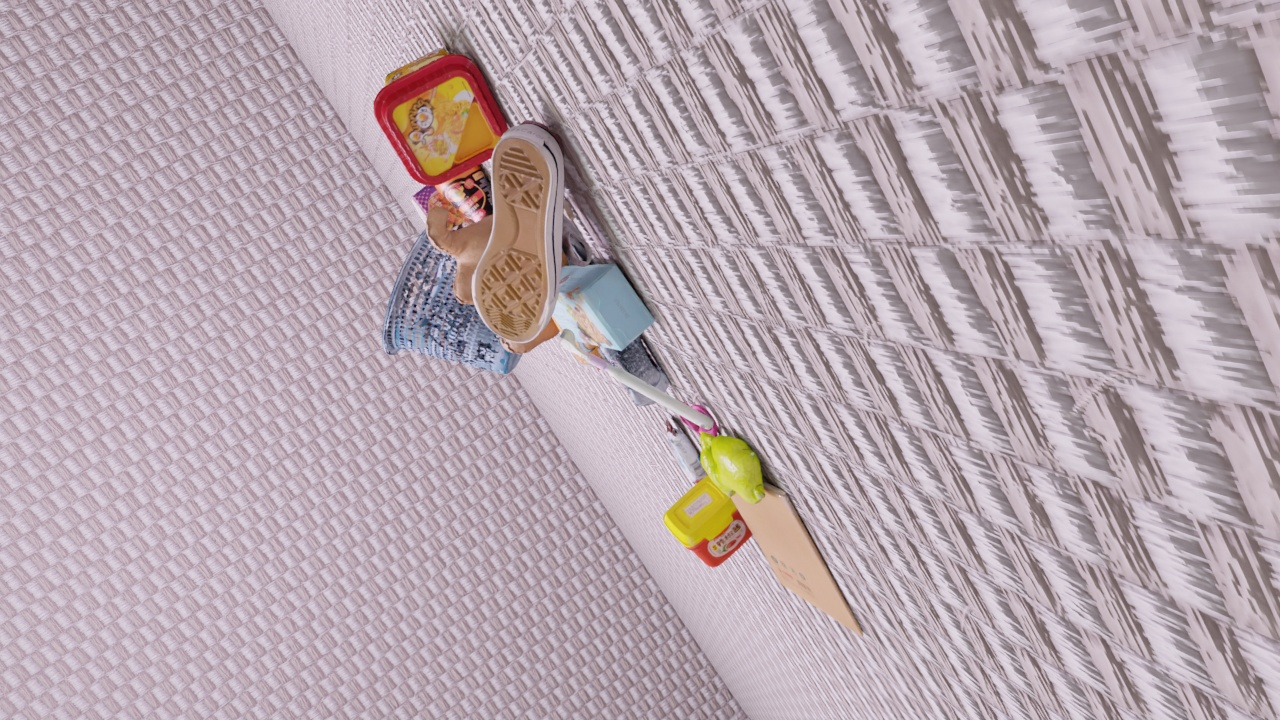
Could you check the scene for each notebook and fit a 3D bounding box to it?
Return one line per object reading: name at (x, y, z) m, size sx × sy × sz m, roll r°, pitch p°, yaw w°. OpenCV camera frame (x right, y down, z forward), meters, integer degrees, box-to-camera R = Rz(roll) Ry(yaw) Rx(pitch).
notebook at (0.156, 0.200, 0.999) m, size 0.208 × 0.008 × 0.148 m, roll 59°, pitch 162°, yaw -23°

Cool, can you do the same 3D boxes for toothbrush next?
toothbrush at (-0.005, 0.021, 0.970) m, size 0.189 × 0.020 × 0.029 m, roll 30°, pitch 139°, yaw 11°

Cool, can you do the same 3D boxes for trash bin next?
trash bin at (-0.268, -0.081, 1.445) m, size 0.195 × 0.226 × 0.227 m, roll 21°, pitch 168°, yaw -1°

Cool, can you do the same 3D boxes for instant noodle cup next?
instant noodle cup at (-0.216, -0.267, 0.972) m, size 0.116 × 0.116 × 0.123 m, roll 63°, pitch 178°, yaw -39°
instant noodle cup at (-0.271, -0.228, 1.341) m, size 0.111 × 0.099 × 0.112 m, roll 50°, pitch 168°, yaw 14°

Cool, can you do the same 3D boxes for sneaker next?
sneaker at (-0.105, -0.125, 0.892) m, size 0.118 × 0.087 × 0.242 m, roll 21°, pitch 131°, yaw 11°

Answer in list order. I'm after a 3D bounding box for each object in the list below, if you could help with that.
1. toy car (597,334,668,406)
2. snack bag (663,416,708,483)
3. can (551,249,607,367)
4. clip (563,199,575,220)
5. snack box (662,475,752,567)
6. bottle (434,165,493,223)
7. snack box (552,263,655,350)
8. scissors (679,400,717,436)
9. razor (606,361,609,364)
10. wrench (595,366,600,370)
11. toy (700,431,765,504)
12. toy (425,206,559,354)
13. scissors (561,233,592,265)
toy car at (-0.006, 0.006, 1.037) m, size 0.105 × 0.049 × 0.031 m, roll 57°, pitch 171°, yaw -18°
snack bag at (0.058, 0.119, 1.162) m, size 0.105 × 0.026 × 0.045 m, roll 58°, pitch 178°, yaw -11°
can at (-0.081, -0.063, 1.124) m, size 0.058 × 0.058 × 0.146 m, roll 39°, pitch 161°, yaw 56°
clip at (-0.105, -0.169, 0.953) m, size 0.095 × 0.035 × 0.102 m, roll 11°, pitch 127°, yaw 56°
snack box at (0.087, 0.198, 1.121) m, size 0.080 × 0.091 × 0.082 m, roll 54°, pitch 172°, yaw -37°
bottle at (-0.220, -0.215, 1.268) m, size 0.149 × 0.066 × 0.067 m, roll 50°, pitch 171°, yaw -11°
snack box at (-0.053, -0.059, 0.987) m, size 0.074 × 0.051 × 0.175 m, roll 53°, pitch 165°, yaw -18°
scissors at (0.079, 0.093, 1.017) m, size 0.108 × 0.017 × 0.135 m, roll 25°, pitch 151°, yaw 55°
razor at (-0.048, -0.012, 1.233) m, size 0.043 × 0.028 × 0.132 m, roll 56°, pitch 172°, yaw -27°
wrench at (-0.107, -0.061, 1.292) m, size 0.273 × 0.016 × 0.056 m, roll 50°, pitch 163°, yaw 55°
toy at (0.091, 0.108, 0.936) m, size 0.096 × 0.031 × 0.100 m, roll 58°, pitch 157°, yaw 18°
toy at (-0.175, -0.118, 1.150) m, size 0.083 × 0.143 × 0.226 m, roll -13°, pitch 126°, yaw 49°
scissors at (-0.099, -0.163, 1.012) m, size 0.175 × 0.014 × 0.133 m, roll 55°, pitch 169°, yaw -3°
